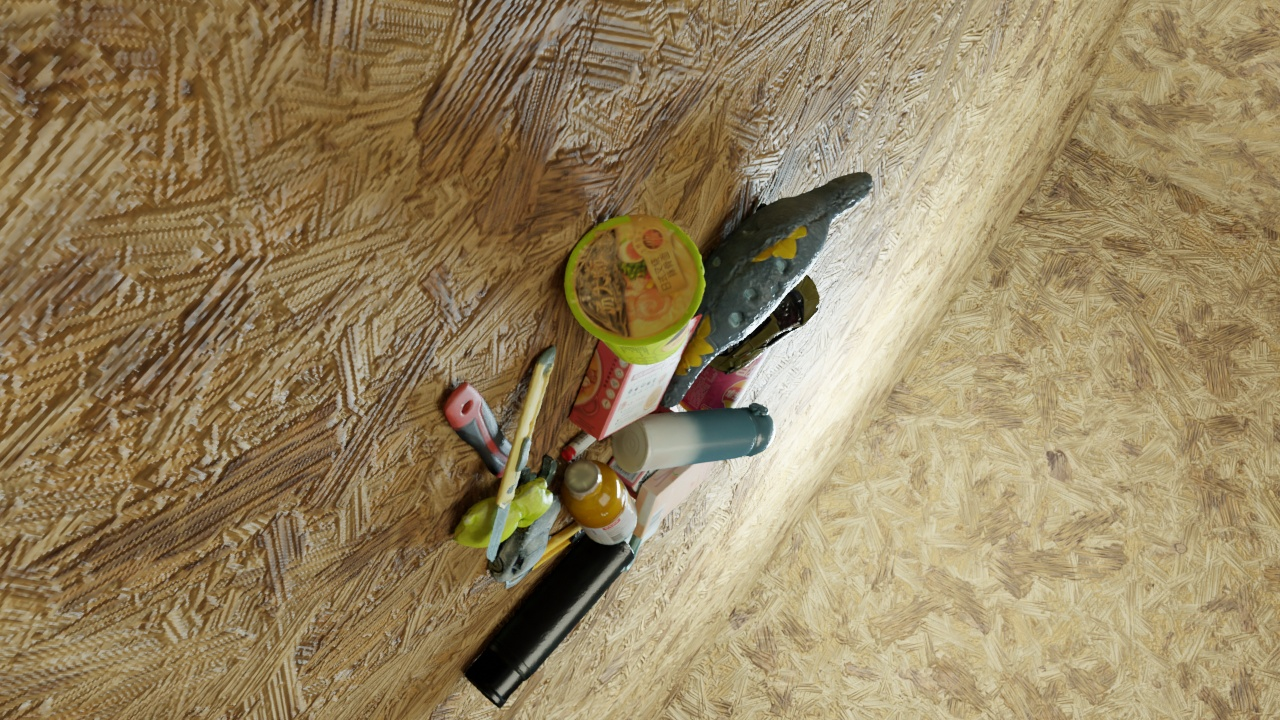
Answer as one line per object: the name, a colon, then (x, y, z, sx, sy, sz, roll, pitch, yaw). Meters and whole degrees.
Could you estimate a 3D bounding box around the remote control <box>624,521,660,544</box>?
remote control: (-0.012, 0.253, 1.322, 0.135, 0.020, 0.056, -29, 145, -51)

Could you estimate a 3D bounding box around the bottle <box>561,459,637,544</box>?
bottle: (-0.048, 0.155, 1.023, 0.068, 0.068, 0.190, -51, 159, -14)

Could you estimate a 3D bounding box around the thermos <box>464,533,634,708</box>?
thermos: (-0.114, 0.309, 1.131, 0.242, 0.068, 0.090, -45, -171, -23)

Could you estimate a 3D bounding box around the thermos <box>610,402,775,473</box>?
thermos: (0.068, 0.087, 1.069, 0.220, 0.070, 0.070, -3, 126, -41)

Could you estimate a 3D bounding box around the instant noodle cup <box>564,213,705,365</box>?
instant noodle cup: (0.000, -0.049, 0.782, 0.111, 0.112, 0.123, -53, 168, -9)

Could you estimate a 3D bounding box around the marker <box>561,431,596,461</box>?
marker: (-0.033, 0.062, 0.989, 0.144, 0.017, 0.017, -40, 155, -36)

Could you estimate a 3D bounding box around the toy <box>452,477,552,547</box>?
toy: (-0.127, 0.145, 0.857, 0.100, 0.031, 0.097, -34, 153, -12)

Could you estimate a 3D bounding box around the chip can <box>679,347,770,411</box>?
chip can: (0.128, -0.021, 1.147, 0.211, 0.071, 0.071, -60, 159, 11)

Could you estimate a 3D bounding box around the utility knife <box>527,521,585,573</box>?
utility knife: (-0.075, 0.204, 1.112, 0.215, 0.015, 0.033, -27, 148, -54)

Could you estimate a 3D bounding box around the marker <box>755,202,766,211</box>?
marker: (0.120, -0.124, 1.055, 0.018, 0.015, 0.124, -25, 142, -52)

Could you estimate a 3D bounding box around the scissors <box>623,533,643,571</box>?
scissors: (0.019, 0.204, 1.269, 0.172, 0.019, 0.169, -68, 169, 22)

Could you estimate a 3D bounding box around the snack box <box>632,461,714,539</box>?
snack box: (0.046, 0.152, 1.158, 0.156, 0.026, 0.085, -36, 153, -44)

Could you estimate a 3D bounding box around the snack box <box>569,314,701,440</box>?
snack box: (-0.005, 0.005, 0.925, 0.113, 0.044, 0.127, -23, 143, -55)

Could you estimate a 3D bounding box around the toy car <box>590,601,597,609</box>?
toy car: (-0.076, 0.309, 1.221, 0.048, 0.031, 0.106, -49, -176, -34)

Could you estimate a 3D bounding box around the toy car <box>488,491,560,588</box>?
toy car: (-0.117, 0.186, 0.951, 0.054, 0.037, 0.121, -25, 149, -54)

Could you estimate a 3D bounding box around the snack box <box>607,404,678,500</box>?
snack box: (0.021, 0.110, 1.142, 0.127, 0.044, 0.113, -52, 160, -11)

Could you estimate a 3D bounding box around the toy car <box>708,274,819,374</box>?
toy car: (0.141, -0.047, 1.084, 0.158, 0.070, 0.042, -36, -170, 4)

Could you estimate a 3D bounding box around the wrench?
wrench: (-0.122, 0.080, 0.815, 0.056, 0.016, 0.273, -55, 160, -13)

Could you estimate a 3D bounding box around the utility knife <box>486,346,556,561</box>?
utility knife: (-0.109, 0.084, 0.808, 0.031, 0.021, 0.205, -3, 116, -64)

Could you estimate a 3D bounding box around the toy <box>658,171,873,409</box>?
toy: (0.131, -0.097, 1.000, 0.356, 0.091, 0.138, -47, 158, -6)
